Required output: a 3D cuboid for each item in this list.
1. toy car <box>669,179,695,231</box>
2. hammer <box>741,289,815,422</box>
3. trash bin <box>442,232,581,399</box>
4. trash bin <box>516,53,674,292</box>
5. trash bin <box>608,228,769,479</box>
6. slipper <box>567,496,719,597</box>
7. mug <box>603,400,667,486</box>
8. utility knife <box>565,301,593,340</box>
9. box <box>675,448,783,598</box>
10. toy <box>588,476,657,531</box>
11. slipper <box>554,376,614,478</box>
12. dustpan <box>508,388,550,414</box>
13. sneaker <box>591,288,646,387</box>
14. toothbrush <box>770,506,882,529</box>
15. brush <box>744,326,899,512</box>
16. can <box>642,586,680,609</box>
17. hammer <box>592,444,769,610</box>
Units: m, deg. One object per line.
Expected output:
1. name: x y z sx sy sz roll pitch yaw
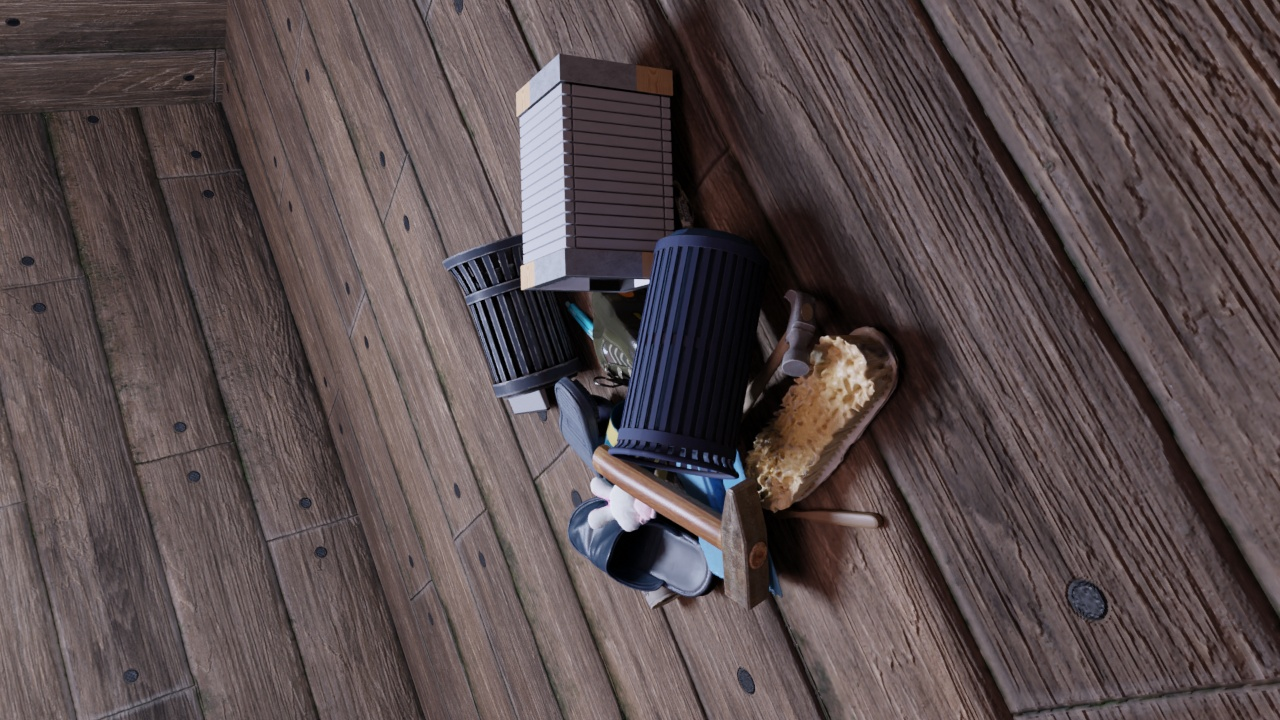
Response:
1. toy car: 0.047 -0.164 1.106 0.049 0.040 0.112 130 133 -54
2. hammer: 0.130 0.040 1.044 0.332 0.031 0.119 111 175 -55
3. trash bin: -0.189 -0.067 1.415 0.165 0.164 0.227 -11 98 59
4. trash bin: -0.055 -0.214 1.100 0.143 0.142 0.247 -5 86 63
5. trash bin: 0.058 -0.008 0.989 0.139 0.139 0.249 -6 70 59
6. slipper: -0.017 0.258 1.282 0.266 0.083 0.109 14 95 40
7. mug: -0.003 0.129 1.269 0.113 0.083 0.107 52 142 35
8. utility knife: -0.086 -0.059 1.393 0.116 0.015 0.022 45 131 45
9. box: 0.097 0.167 1.120 0.175 0.033 0.231 -3 107 68
10. toy: -0.020 0.194 1.247 0.126 0.037 0.076 -8 82 41
11. slipper: -0.064 0.091 1.347 0.101 0.082 0.264 49 164 24
12. dustpan: -0.227 -0.034 1.574 0.163 0.033 0.257 -12 102 63
13. sneaker: -0.007 0.007 1.200 0.238 0.100 0.143 49 132 44
14. toothbrush: 0.205 0.173 1.022 0.167 0.016 0.016 -7 96 57
15. brush: 0.185 0.068 0.968 0.083 0.056 0.272 56 144 26
16. can: 0.009 0.292 1.346 0.135 0.054 0.054 62 146 23
17. hammer: 0.038 0.169 1.131 0.301 0.037 0.158 24 129 46
